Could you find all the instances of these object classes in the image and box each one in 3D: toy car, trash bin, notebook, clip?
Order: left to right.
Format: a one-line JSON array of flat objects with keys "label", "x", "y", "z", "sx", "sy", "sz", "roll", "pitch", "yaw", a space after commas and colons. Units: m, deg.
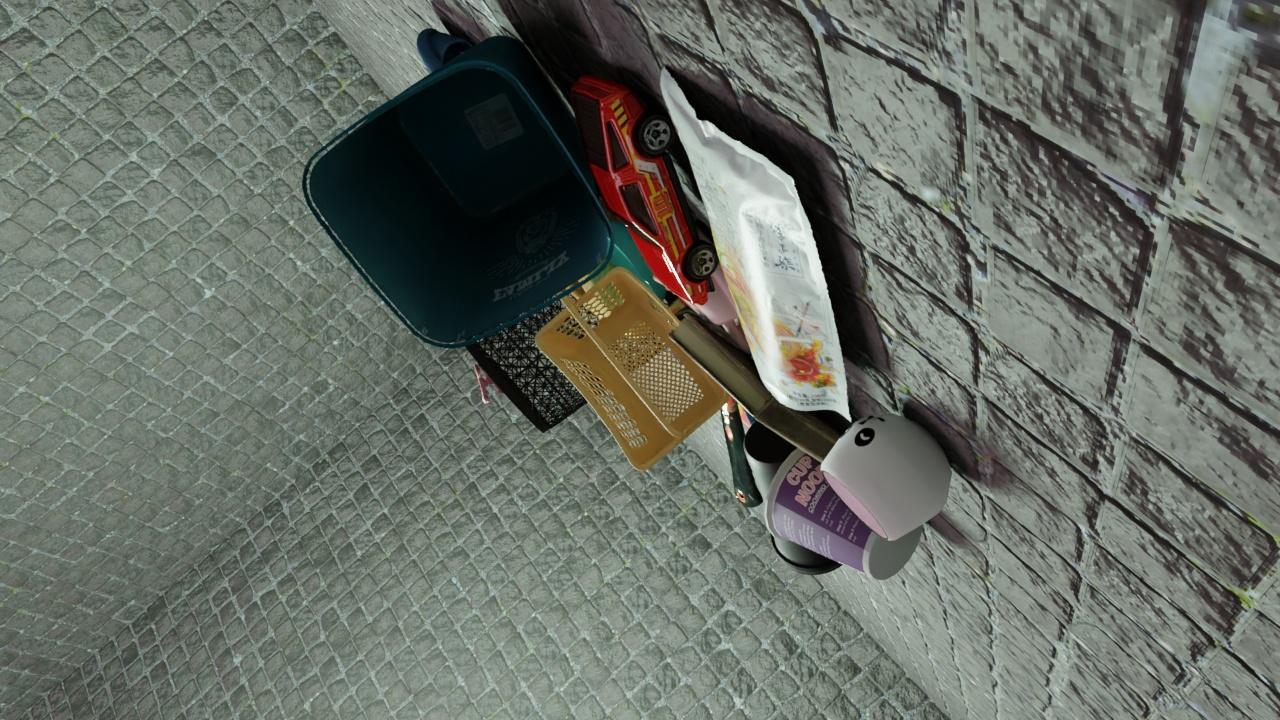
[{"label": "trash bin", "x": -0.141, "y": -0.165, "z": 0.796, "sx": 0.199, "sy": 0.197, "sz": 0.218, "roll": 56, "pitch": -165, "yaw": -28}, {"label": "clip", "x": -0.204, "y": 0.030, "z": 1.249, "sx": 0.023, "sy": 0.050, "sz": 0.058, "roll": -151, "pitch": 61, "yaw": -71}, {"label": "trash bin", "x": -0.091, "y": -0.043, "z": 1.230, "sx": 0.217, "sy": 0.243, "sz": 0.217, "roll": 48, "pitch": 176, "yaw": 5}, {"label": "toy car", "x": 0.004, "y": -0.128, "z": 0.704, "sx": 0.081, "sy": 0.056, "sz": 0.189, "roll": 44, "pitch": 164, "yaw": 56}, {"label": "notebook", "x": 0.141, "y": 0.052, "z": 0.849, "sx": 0.215, "sy": 0.034, "sz": 0.190, "roll": 32, "pitch": -171, "yaw": -44}]

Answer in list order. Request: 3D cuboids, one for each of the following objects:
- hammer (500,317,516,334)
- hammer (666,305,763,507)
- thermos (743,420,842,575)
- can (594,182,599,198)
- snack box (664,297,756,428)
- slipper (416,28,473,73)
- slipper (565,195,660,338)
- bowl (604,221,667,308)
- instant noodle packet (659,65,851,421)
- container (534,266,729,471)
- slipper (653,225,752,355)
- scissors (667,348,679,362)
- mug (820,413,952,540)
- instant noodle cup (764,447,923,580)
[{"label": "hammer", "x": -0.169, "y": -0.158, "z": 1.239, "sx": 0.124, "sy": 0.029, "sz": 0.312, "roll": -80, "pitch": 2, "yaw": -45}, {"label": "hammer", "x": 0.104, "y": 0.065, "z": 1.069, "sx": 0.133, "sy": 0.033, "sz": 0.334, "roll": 36, "pitch": 153, "yaw": 41}, {"label": "thermos", "x": 0.182, "y": 0.153, "z": 1.060, "sx": 0.106, "sy": 0.105, "sz": 0.219, "roll": 44, "pitch": 167, "yaw": 46}, {"label": "can", "x": -0.105, "y": -0.215, "z": 0.962, "sx": 0.080, "sy": 0.080, "sz": 0.146, "roll": 44, "pitch": 174, "yaw": 45}, {"label": "snack box", "x": 0.097, "y": 0.006, "z": 1.153, "sx": 0.142, "sy": 0.040, "sz": 0.145, "roll": 46, "pitch": 174, "yaw": 32}, {"label": "slipper", "x": -0.199, "y": -0.329, "z": 1.071, "sx": 0.104, "sy": 0.059, "sz": 0.213, "roll": 40, "pitch": -165, "yaw": -45}, {"label": "slipper", "x": -0.070, "y": -0.138, "z": 1.093, "sx": 0.263, "sy": 0.099, "sz": 0.079, "roll": 53, "pitch": 147, "yaw": -5}, {"label": "bowl", "x": 0.000, "y": -0.116, "z": 1.003, "sx": 0.121, "sy": 0.046, "sz": 0.121, "roll": 48, "pitch": 176, "yaw": 5}, {"label": "instant noodle packet", "x": 0.083, "y": -0.064, "z": 0.634, "sx": 0.147, "sy": 0.057, "sz": 0.269, "roll": 48, "pitch": 173, "yaw": 39}, {"label": "container", "x": -0.005, "y": 0.005, "z": 0.938, "sx": 0.183, "sy": 0.129, "sz": 0.167, "roll": 51, "pitch": -175, "yaw": 14}, {"label": "slipper", "x": 0.036, "y": -0.090, "z": 0.830, "sx": 0.221, "sy": 0.055, "sz": 0.107, "roll": 49, "pitch": 177, "yaw": -8}, {"label": "scissors", "x": 0.046, "y": -0.015, "z": 1.136, "sx": 0.130, "sy": 0.013, "sz": 0.125, "roll": 48, "pitch": 176, "yaw": -16}, {"label": "mug", "x": 0.187, "y": 0.083, "z": 0.713, "sx": 0.090, "sy": 0.076, "sz": 0.124, "roll": 49, "pitch": 176, "yaw": -10}, {"label": "instant noodle cup", "x": 0.220, "y": 0.158, "z": 0.944, "sx": 0.136, "sy": 0.122, "sz": 0.122, "roll": -6, "pitch": -156, "yaw": -37}]
